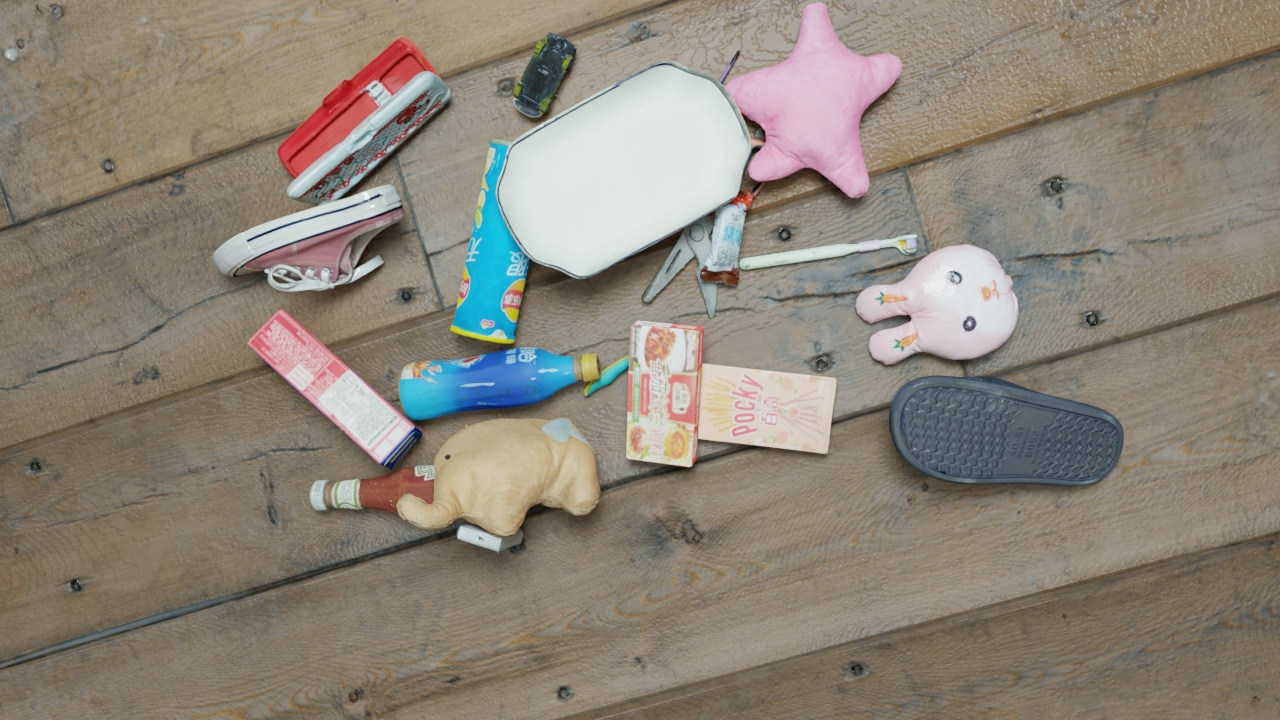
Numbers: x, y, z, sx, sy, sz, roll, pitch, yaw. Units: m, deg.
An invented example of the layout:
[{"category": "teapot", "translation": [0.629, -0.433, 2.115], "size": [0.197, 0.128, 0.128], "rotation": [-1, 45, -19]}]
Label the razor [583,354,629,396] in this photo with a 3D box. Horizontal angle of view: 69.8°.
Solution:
[{"category": "razor", "translation": [-0.006, 0.006, 1.014], "size": [0.133, 0.043, 0.028], "rotation": [-24, 83, 13]}]

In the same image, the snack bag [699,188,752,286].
[{"category": "snack bag", "translation": [0.093, -0.133, 0.981], "size": [0.045, 0.026, 0.105], "rotation": [5, 103, -17]}]

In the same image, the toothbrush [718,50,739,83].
[{"category": "toothbrush", "translation": [0.055, -0.256, 0.997], "size": [0.017, 0.014, 0.189], "rotation": [32, 95, -4]}]

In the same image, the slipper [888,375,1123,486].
[{"category": "slipper", "translation": [0.374, 0.072, 0.969], "size": [0.268, 0.083, 0.111], "rotation": [9, 104, -13]}]

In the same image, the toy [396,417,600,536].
[{"category": "toy", "translation": [-0.153, 0.121, 0.961], "size": [0.225, 0.143, 0.083], "rotation": [-10, 131, -30]}]

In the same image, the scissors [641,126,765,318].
[{"category": "scissors", "translation": [0.067, -0.158, 0.997], "size": [0.189, 0.015, 0.225], "rotation": [-21, 100, 0]}]

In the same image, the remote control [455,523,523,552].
[{"category": "remote control", "translation": [-0.161, 0.188, 0.993], "size": [0.049, 0.125, 0.024], "rotation": [15, 85, 5]}]

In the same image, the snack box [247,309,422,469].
[{"category": "snack box", "translation": [-0.336, 0.034, 1.016], "size": [0.207, 0.057, 0.058], "rotation": [40, 77, 7]}]

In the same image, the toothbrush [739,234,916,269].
[{"category": "toothbrush", "translation": [0.202, -0.115, 0.992], "size": [0.189, 0.029, 0.020], "rotation": [-6, 51, 7]}]

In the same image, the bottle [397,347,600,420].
[{"category": "bottle", "translation": [-0.153, 0.022, 1.010], "size": [0.219, 0.065, 0.065], "rotation": [-7, 93, 6]}]

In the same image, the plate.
[{"category": "plate", "translation": [-0.017, -0.194, 0.948], "size": [0.265, 0.034, 0.162], "rotation": [-30, 94, -2]}]

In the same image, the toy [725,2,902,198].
[{"category": "toy", "translation": [0.173, -0.275, 0.956], "size": [0.178, 0.074, 0.194], "rotation": [14, 92, 3]}]

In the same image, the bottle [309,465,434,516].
[{"category": "bottle", "translation": [-0.267, 0.149, 1.033], "size": [0.206, 0.059, 0.060], "rotation": [-3, 94, 5]}]

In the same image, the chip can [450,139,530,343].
[{"category": "chip can", "translation": [-0.151, -0.127, 0.995], "size": [0.071, 0.071, 0.210], "rotation": [13, 95, 4]}]

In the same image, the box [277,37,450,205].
[{"category": "box", "translation": [-0.309, -0.260, 0.987], "size": [0.201, 0.100, 0.094], "rotation": [-39, 90, 6]}]

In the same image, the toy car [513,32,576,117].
[{"category": "toy car", "translation": [-0.103, -0.307, 0.996], "size": [0.042, 0.035, 0.090], "rotation": [29, 97, 4]}]

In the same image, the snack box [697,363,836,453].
[{"category": "snack box", "translation": [0.131, 0.051, 1.007], "size": [0.157, 0.026, 0.084], "rotation": [6, 95, 4]}]

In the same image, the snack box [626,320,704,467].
[{"category": "snack box", "translation": [0.026, 0.036, 0.982], "size": [0.075, 0.025, 0.153], "rotation": [7, 107, 14]}]

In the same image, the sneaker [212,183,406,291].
[{"category": "sneaker", "translation": [-0.354, -0.117, 0.994], "size": [0.241, 0.118, 0.088], "rotation": [-14, 103, 19]}]

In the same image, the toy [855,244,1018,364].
[{"category": "toy", "translation": [0.314, -0.053, 0.973], "size": [0.160, 0.054, 0.121], "rotation": [-20, 92, 14]}]
